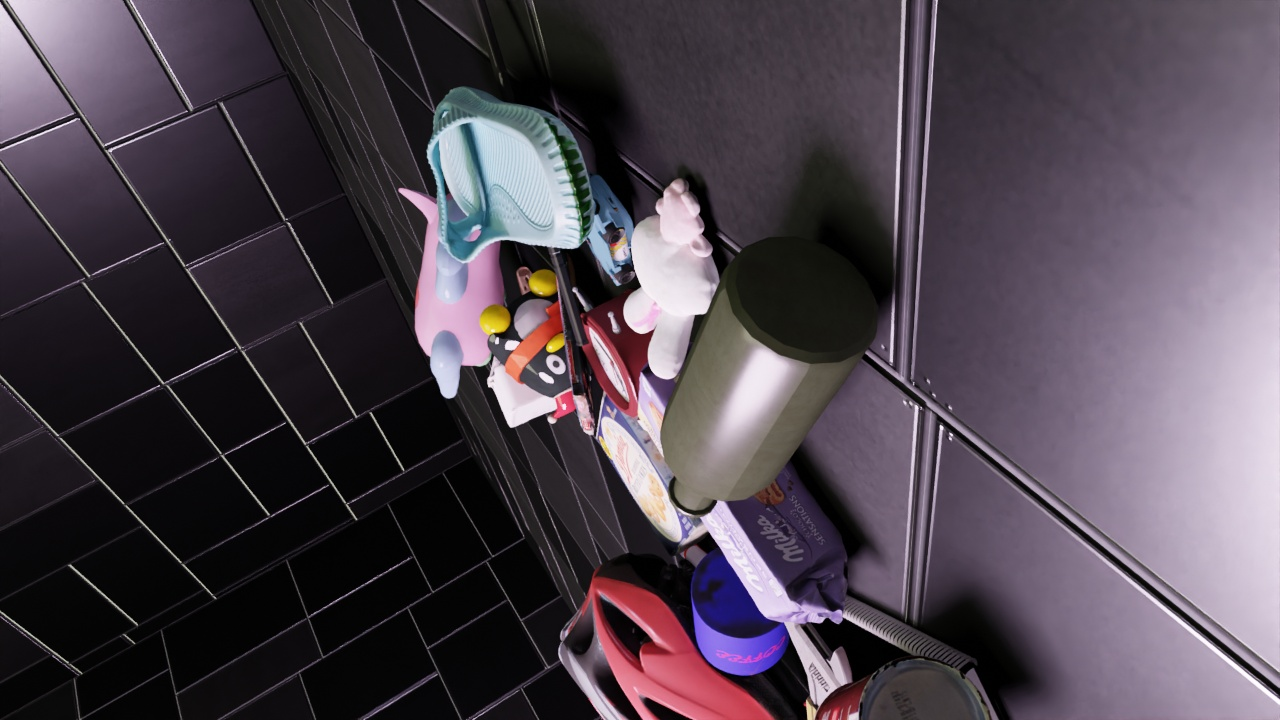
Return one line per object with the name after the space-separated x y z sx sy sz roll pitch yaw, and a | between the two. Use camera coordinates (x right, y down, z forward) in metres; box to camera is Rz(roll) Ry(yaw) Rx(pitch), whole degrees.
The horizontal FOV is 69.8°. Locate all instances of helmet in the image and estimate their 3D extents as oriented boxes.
0.049 0.303 0.873 0.272 0.167 0.217 41 180 -1 | helmet

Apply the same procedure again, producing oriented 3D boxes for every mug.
0.080 0.189 0.752 0.084 0.079 0.111 81 180 -53 | mug

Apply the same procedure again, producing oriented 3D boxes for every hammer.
-0.085 -0.163 0.654 0.095 0.015 0.325 17 126 65 | hammer

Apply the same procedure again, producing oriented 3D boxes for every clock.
-0.004 0.004 0.725 0.096 0.048 0.138 37 151 56 | clock

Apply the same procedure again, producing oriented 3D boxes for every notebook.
0.178 0.227 0.604 0.149 0.016 0.207 62 165 -10 | notebook

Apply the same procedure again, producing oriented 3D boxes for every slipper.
-0.113 -0.129 0.643 0.276 0.069 0.116 29 134 59 | slipper

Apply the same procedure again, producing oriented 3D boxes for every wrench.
0.144 0.279 0.719 0.083 0.018 0.274 47 157 44 | wrench

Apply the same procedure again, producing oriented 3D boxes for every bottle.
0.051 0.026 0.476 0.071 0.071 0.207 55 152 22 | bottle

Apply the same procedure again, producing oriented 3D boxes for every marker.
0.062 0.202 0.921 0.146 0.019 0.019 27 143 64 | marker

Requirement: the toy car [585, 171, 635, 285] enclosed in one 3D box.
-0.023 -0.095 0.646 0.060 0.027 0.108 54 173 22 | toy car

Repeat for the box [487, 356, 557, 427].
-0.126 -0.007 1.004 0.110 0.103 0.130 116 132 -73 | box

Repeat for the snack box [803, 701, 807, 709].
0.191 0.343 0.757 0.133 0.021 0.089 61 164 3 | snack box

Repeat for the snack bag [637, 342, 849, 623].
0.069 0.084 0.614 0.205 0.058 0.096 57 166 16 | snack bag

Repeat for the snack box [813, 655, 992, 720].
0.143 0.211 0.517 0.072 0.072 0.121 55 164 21 | snack box

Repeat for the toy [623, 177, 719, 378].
0.019 -0.054 0.557 0.076 0.037 0.126 53 143 39 | toy

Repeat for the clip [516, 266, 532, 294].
-0.116 -0.074 0.995 0.047 0.025 0.062 83 161 -45 | clip

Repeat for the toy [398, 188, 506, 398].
-0.190 -0.078 0.962 0.171 0.120 0.222 90 -171 -77 | toy

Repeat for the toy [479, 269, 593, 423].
-0.088 -0.011 0.889 0.119 0.097 0.100 49 163 9 | toy

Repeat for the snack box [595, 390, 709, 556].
0.016 0.099 0.841 0.145 0.042 0.145 56 163 15 | snack box

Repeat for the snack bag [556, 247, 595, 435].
-0.057 -0.021 0.794 0.075 0.018 0.155 83 177 -63 | snack bag
